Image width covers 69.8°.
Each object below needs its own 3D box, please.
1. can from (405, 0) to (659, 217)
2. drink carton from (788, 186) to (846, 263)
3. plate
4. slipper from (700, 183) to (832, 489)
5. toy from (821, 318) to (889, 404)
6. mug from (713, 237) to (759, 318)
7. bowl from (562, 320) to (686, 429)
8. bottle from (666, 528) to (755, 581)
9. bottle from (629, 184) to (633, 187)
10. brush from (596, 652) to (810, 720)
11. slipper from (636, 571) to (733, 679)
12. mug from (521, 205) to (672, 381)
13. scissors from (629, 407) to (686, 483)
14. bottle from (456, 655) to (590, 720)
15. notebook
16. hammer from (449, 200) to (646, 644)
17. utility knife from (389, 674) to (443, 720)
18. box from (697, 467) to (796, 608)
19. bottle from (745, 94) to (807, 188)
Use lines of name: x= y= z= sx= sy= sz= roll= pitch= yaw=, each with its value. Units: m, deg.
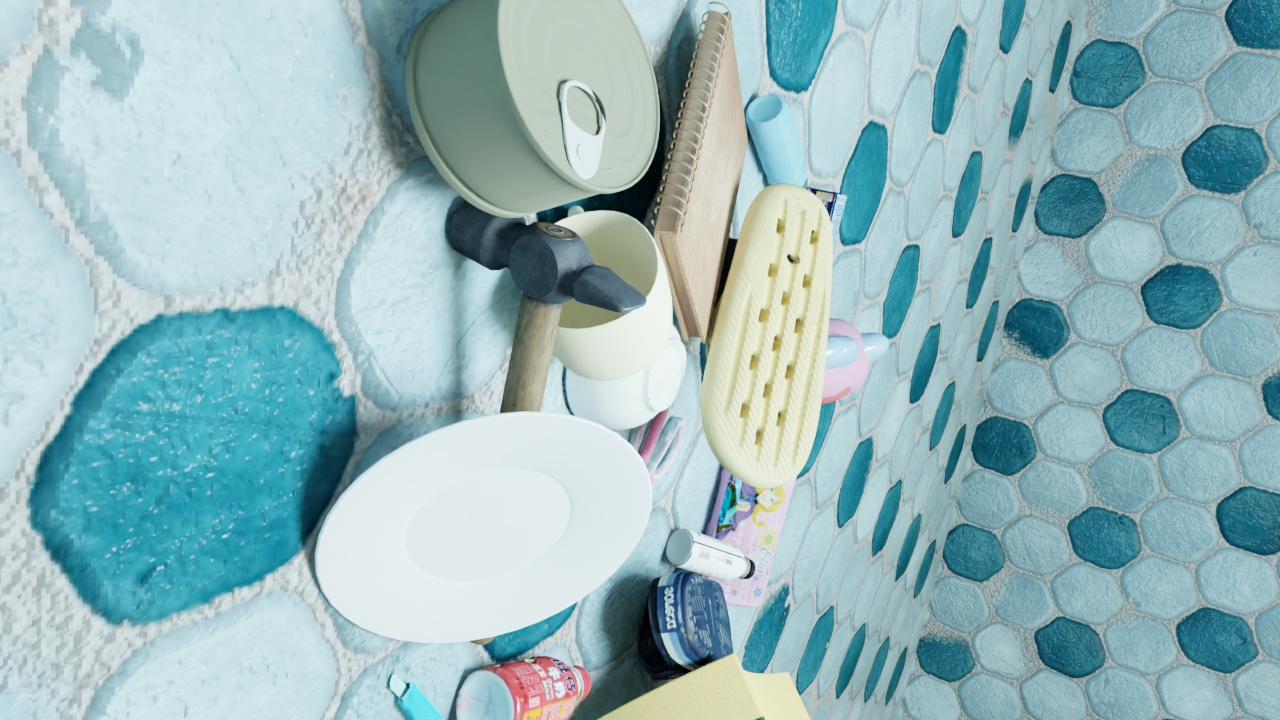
can: x=-0.056 y=-0.147 z=0.503 sx=0.127 sy=0.073 sz=0.127 roll=15 pitch=71 yaw=-50
drink carton: x=0.171 y=-0.118 z=0.975 sx=0.040 sy=0.064 sz=0.130 roll=-7 pitch=111 yaw=-60
plate: x=-0.093 y=0.106 z=0.572 sx=0.208 sy=0.015 sz=0.209 roll=-13 pitch=133 yaw=-14
slipper: x=0.100 y=-0.023 z=0.787 sx=0.111 sy=0.079 sz=0.261 roll=16 pitch=80 yaw=-26
toy: x=0.183 y=0.000 z=0.954 sx=0.221 sy=0.171 sz=0.120 roll=-13 pitch=82 yaw=-23
mug: x=0.092 y=-0.074 z=0.866 sx=0.105 sy=0.071 sz=0.077 roll=-41 pitch=143 yaw=-77
bowl: x=-0.004 y=0.004 z=0.737 sx=0.113 sy=0.063 sz=0.114 roll=-36 pitch=134 yaw=-49
bottle: x=0.080 y=0.213 z=0.985 sx=0.116 sy=0.041 sz=0.041 roll=26 pitch=82 yaw=-39
bottle: x=-0.017 y=-0.174 z=0.643 sx=0.036 sy=0.036 sz=0.110 roll=-45 pitch=141 yaw=-40
brush: x=0.056 y=0.385 z=0.929 sx=0.195 sy=0.075 sz=0.250 roll=-30 pitch=150 yaw=9
slipper: x=0.039 y=0.274 z=0.939 sx=0.253 sy=0.095 sz=0.105 roll=63 pitch=17 yaw=-60
mug: x=-0.028 y=-0.047 z=0.645 sx=0.100 sy=0.096 sz=0.120 roll=70 pitch=4 yaw=-60
scissors: x=0.000 y=0.124 z=0.865 sx=0.105 sy=0.016 sz=0.179 roll=31 pitch=78 yaw=-61
bottle: x=-0.086 y=0.272 z=0.746 sx=0.137 sy=0.062 sz=0.062 roll=21 pitch=87 yaw=-63
notebook: x=0.051 y=-0.143 z=0.722 sx=0.169 sy=0.022 sz=0.210 roll=68 pitch=32 yaw=-61
hammer: x=-0.084 y=0.064 z=0.604 sx=0.040 sy=0.129 sz=0.322 roll=-25 pitch=137 yaw=-52
utility knife: x=-0.155 y=0.259 z=0.666 sx=0.022 sy=0.015 sz=0.124 roll=-54 pitch=144 yaw=-36
box: x=0.117 y=0.162 z=1.075 sx=0.086 sy=0.105 sz=0.230 roll=12 pitch=97 yaw=-18
bottle: x=0.136 y=-0.202 z=0.892 sx=0.040 sy=0.040 sz=0.130 roll=-63 pitch=150 yaw=-16
